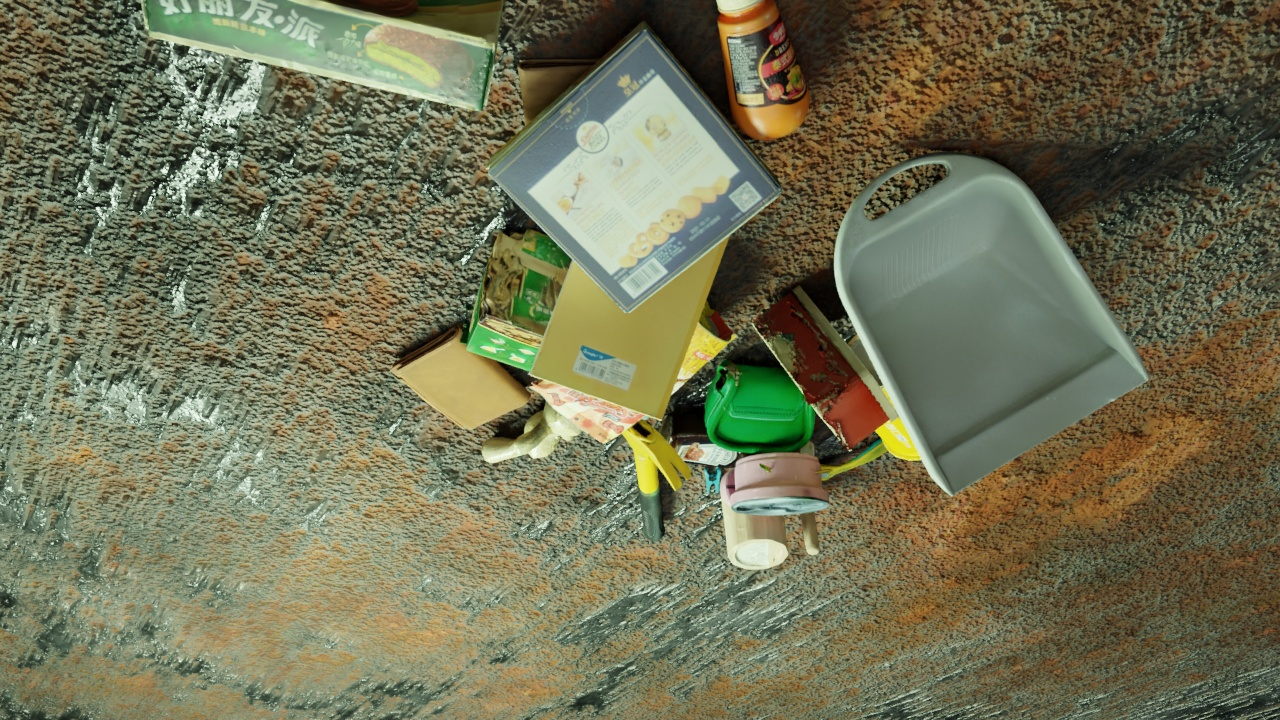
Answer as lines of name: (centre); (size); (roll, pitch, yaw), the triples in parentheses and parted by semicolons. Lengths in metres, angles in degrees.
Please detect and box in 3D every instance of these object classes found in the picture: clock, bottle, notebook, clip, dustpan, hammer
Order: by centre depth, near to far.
bottle: (0.092, -0.254, 0.740); (0.067, 0.066, 0.149); (-13, 130, 13)
dustpan: (0.302, -0.054, 0.844); (0.222, 0.257, 0.143); (-30, 151, -1)
notebook: (-0.006, -0.060, 0.881); (0.145, 0.010, 0.206); (20, 89, -23)
clock: (0.161, 0.155, 1.123); (0.117, 0.059, 0.159); (4, 159, -15)
bottle: (0.121, 0.107, 1.148); (0.194, 0.044, 0.080); (8, 145, -12)
hammer: (0.011, 0.162, 1.182); (0.032, 0.129, 0.301); (-42, 154, -21)
clip: (0.097, 0.160, 1.230); (0.047, 0.014, 0.057); (-4, 139, 0)

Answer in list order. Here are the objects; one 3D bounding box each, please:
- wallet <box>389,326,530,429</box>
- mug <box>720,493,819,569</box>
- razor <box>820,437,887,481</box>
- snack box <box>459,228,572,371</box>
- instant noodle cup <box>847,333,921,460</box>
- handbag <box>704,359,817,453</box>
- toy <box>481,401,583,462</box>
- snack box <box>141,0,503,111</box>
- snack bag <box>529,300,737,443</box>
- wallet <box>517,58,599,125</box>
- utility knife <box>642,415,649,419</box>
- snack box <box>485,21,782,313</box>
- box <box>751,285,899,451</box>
wallet: (-0.213, 0.029, 1.060); (0.119, 0.035, 0.130); (-24, 132, 23)
mug: (0.172, 0.214, 1.224); (0.124, 0.103, 0.084); (-1, 138, 0)
razor: (0.280, 0.122, 1.185); (0.133, 0.028, 0.043); (-30, 127, 25)
snack box: (-0.114, -0.052, 0.928); (0.117, 0.118, 0.106); (20, 146, -21)
instant noodle cup: (0.288, 0.023, 1.002); (0.110, 0.137, 0.138); (38, 125, -24)
handbag: (0.141, 0.048, 1.066); (0.131, 0.067, 0.120); (3, 138, -5)
toy: (-0.128, 0.087, 1.115); (0.158, 0.066, 0.105); (-27, 165, 31)
snack box: (-0.224, -0.263, 0.677); (0.240, 0.114, 0.063); (10, 136, -12)
snack bag: (-0.006, 0.006, 0.990); (0.208, 0.073, 0.128); (-39, 125, 24)
wallet: (-0.046, -0.217, 0.805); (0.115, 0.020, 0.101); (-3, 139, -1)
utility knife: (-0.029, 0.030, 1.082); (0.029, 0.013, 0.151); (-24, 133, 27)
snack box: (-0.005, -0.159, 0.789); (0.178, 0.045, 0.182); (-36, 114, 20)
box: (0.178, 0.009, 0.939); (0.080, 0.168, 0.091); (-37, 130, 8)
